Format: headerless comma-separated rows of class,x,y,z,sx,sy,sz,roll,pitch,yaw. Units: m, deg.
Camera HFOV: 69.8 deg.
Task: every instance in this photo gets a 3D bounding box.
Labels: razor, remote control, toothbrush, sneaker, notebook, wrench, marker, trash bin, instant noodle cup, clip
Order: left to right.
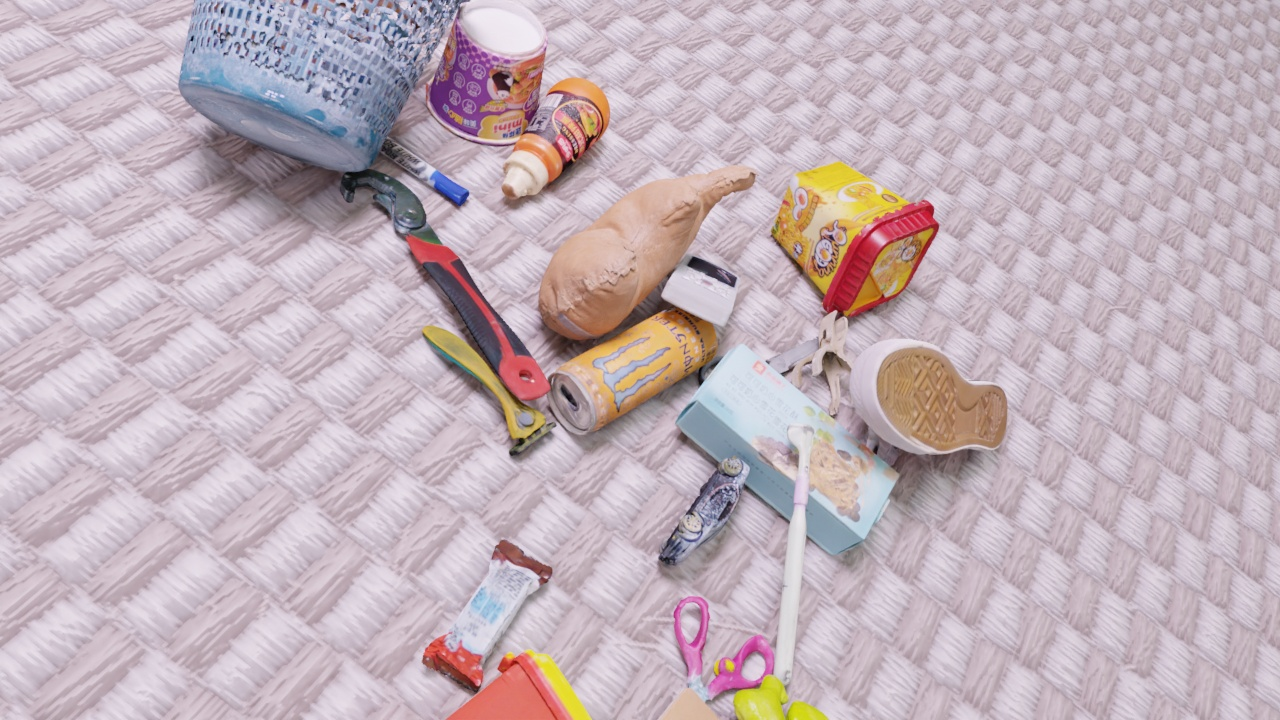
trash bin,-0.257,-0.266,0.727,0.226,0.227,0.195,19,84,-9
marker,-0.216,-0.184,0.817,0.146,0.017,0.016,34,51,3
wrench,-0.158,-0.068,0.744,0.056,0.016,0.273,-23,62,-40
razor,-0.123,0.015,0.711,0.132,0.028,0.043,44,55,13
instant noodle cup,-0.139,-0.275,0.862,0.111,0.099,0.111,11,55,-16
notebook,0.018,0.325,0.552,0.148,0.008,0.207,46,52,5
remote control,0.055,-0.065,0.794,0.058,0.021,0.149,26,19,1
toothbrush,0.112,0.141,0.677,0.029,0.020,0.189,19,71,-39
clip,0.178,0.007,0.830,0.095,0.035,0.101,51,43,0
instant noodle cup,0.202,-0.125,0.895,0.115,0.116,0.123,-21,56,-33
sneaker,0.231,0.036,0.786,0.240,0.088,0.118,13,82,-47

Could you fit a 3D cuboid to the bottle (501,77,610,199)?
bottle,-0.085,-0.203,0.860,0.067,0.067,0.149,31,58,1

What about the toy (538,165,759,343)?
toy,0.004,-0.103,0.773,0.225,0.144,0.082,-45,108,-28

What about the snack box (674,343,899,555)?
snack box,0.119,0.072,0.742,0.175,0.052,0.074,40,56,1

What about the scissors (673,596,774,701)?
scissors,0.035,0.222,0.634,0.135,0.017,0.108,-33,81,-34

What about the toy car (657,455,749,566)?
toy car,0.050,0.116,0.695,0.031,0.049,0.105,37,52,8

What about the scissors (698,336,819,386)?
scissors,0.120,-0.003,0.830,0.133,0.014,0.174,27,51,-4

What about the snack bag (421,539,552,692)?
snack bag,-0.100,0.167,0.611,0.045,0.026,0.105,27,49,9

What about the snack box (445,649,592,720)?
snack box,-0.078,0.224,0.541,0.080,0.091,0.082,-28,71,-27

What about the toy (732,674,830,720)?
toy,0.108,0.261,0.619,0.100,0.031,0.096,20,43,-26

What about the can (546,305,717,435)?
can,-0.004,0.004,0.745,0.145,0.058,0.058,-30,72,-35
